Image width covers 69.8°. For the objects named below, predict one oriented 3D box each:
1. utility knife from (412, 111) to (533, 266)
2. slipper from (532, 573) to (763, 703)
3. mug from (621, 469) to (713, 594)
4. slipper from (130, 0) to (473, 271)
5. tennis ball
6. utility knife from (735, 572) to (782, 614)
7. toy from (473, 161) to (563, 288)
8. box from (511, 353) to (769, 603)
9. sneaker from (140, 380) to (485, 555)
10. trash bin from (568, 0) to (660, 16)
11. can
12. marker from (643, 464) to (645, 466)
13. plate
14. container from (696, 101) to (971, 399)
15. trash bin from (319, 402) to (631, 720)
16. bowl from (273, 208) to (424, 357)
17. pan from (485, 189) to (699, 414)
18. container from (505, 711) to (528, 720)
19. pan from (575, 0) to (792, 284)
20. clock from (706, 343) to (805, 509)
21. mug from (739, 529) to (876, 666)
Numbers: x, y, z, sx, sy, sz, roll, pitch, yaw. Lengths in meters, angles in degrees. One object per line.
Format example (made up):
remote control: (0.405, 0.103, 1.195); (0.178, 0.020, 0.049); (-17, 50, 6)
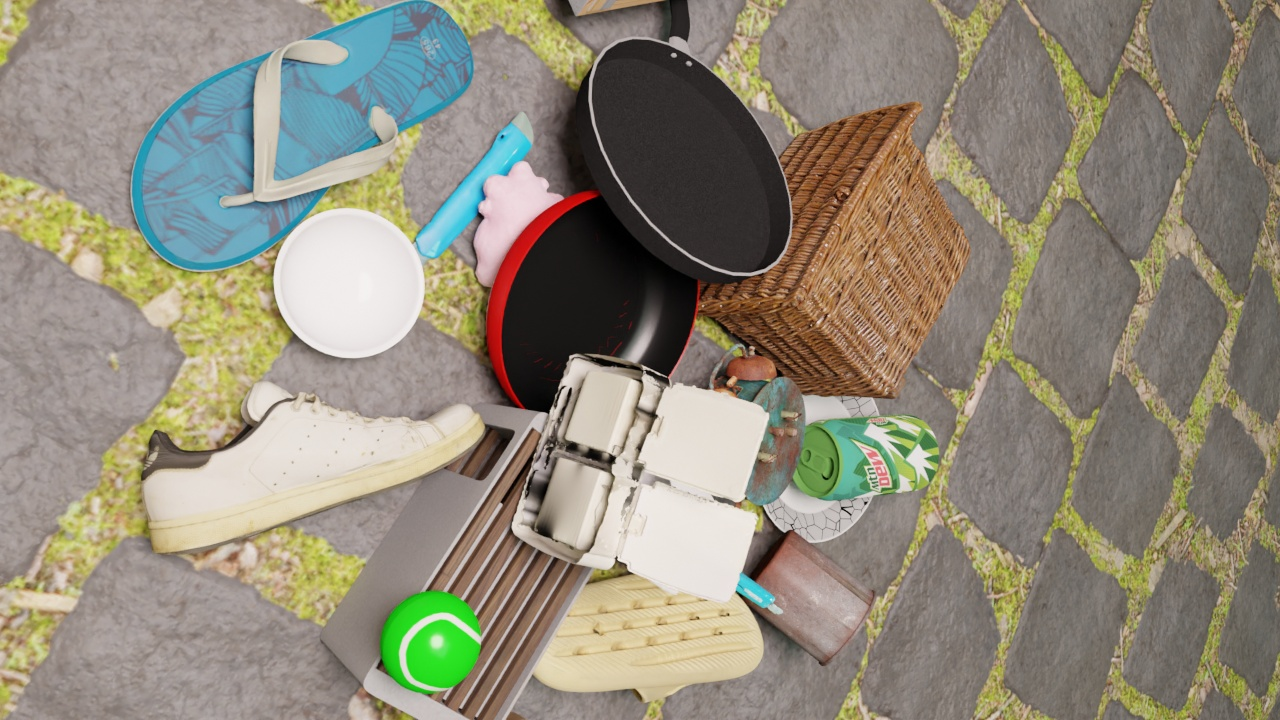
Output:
utility knife: (-0.149, -0.128, 0.757); (0.031, 0.015, 0.195); (45, 70, -23)
slipper: (-0.006, 0.252, 0.826); (0.261, 0.079, 0.111); (8, 47, -39)
mug: (0.018, 0.153, 0.822); (0.068, 0.094, 0.115); (37, 35, -31)
slipper: (-0.237, -0.180, 0.673); (0.294, 0.060, 0.118); (-43, 110, -24)
tennis ball: (-0.138, 0.186, 0.607); (0.065, 0.065, 0.065); (-1, 92, -33)
utility knife: (0.087, 0.205, 0.878); (0.015, 0.118, 0.022); (-29, 145, -55)
toy: (-0.101, -0.115, 0.766); (0.102, 0.050, 0.093); (-33, 121, -24)
box: (-0.003, 0.078, 0.628); (0.065, 0.186, 0.145); (28, 81, -57)
sneaker: (-0.238, 0.057, 0.672); (0.241, 0.089, 0.102); (-18, 93, -27)
trash bin: (-0.012, -0.431, 0.723); (0.142, 0.143, 0.247); (-23, 90, -30)
can: (0.232, 0.100, 0.951); (0.144, 0.083, 0.083); (-1, 92, -33)
marker: (-0.015, 0.104, 0.823); (0.152, 0.011, 0.011); (-40, 114, -2)
plate: (0.190, 0.100, 0.985); (0.188, 0.016, 0.188); (-1, 93, -33)
container: (0.200, -0.091, 0.895); (0.183, 0.162, 0.249); (44, 67, -26)
trash bin: (-0.125, 0.159, 0.724); (0.114, 0.115, 0.228); (41, 70, -27)
bowl: (-0.224, -0.057, 0.695); (0.109, 0.041, 0.110); (-1, 93, -32)
pan: (-0.005, 0.004, 0.822); (0.208, 0.067, 0.356); (-48, 134, -15)
container: (-0.142, 0.392, 0.668); (0.226, 0.227, 0.196); (-13, 92, -32)
pan: (0.036, -0.226, 0.799); (0.225, 0.034, 0.355); (16, 57, -36)
clock: (0.102, 0.059, 0.850); (0.121, 0.073, 0.158); (-47, 132, -36)
mug: (0.162, 0.239, 0.922); (0.110, 0.123, 0.096); (42, 64, 10)
